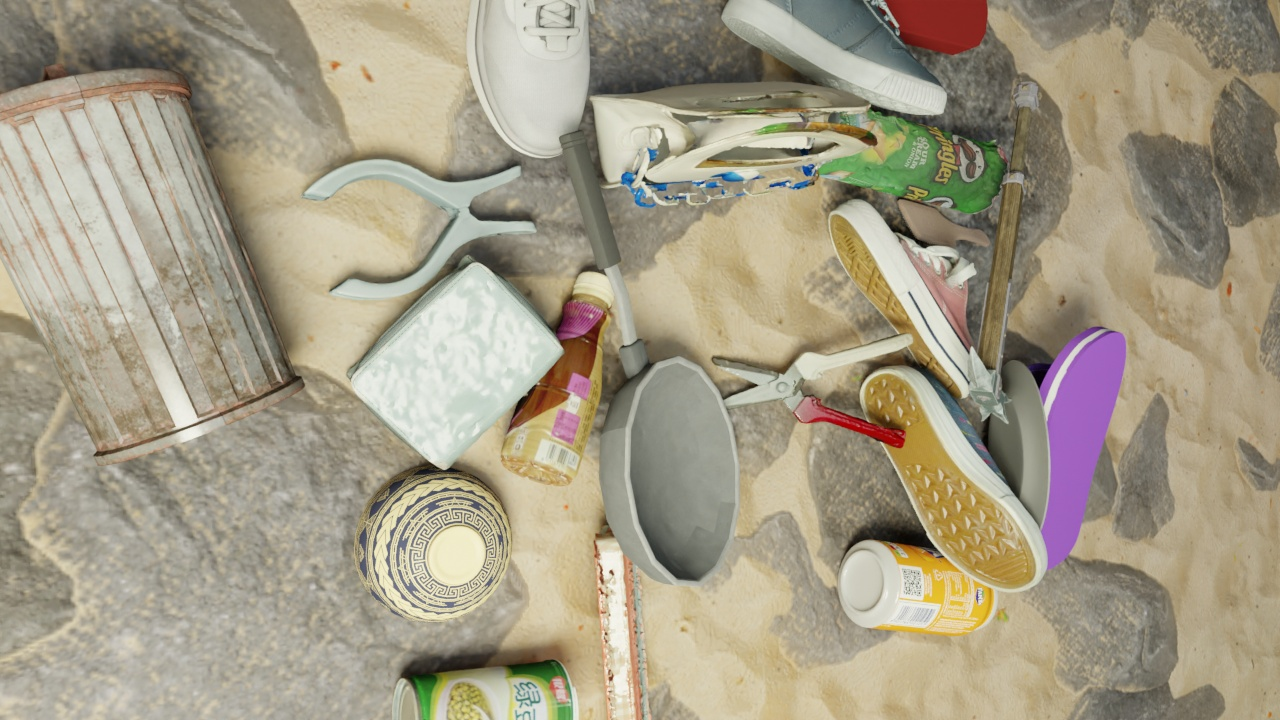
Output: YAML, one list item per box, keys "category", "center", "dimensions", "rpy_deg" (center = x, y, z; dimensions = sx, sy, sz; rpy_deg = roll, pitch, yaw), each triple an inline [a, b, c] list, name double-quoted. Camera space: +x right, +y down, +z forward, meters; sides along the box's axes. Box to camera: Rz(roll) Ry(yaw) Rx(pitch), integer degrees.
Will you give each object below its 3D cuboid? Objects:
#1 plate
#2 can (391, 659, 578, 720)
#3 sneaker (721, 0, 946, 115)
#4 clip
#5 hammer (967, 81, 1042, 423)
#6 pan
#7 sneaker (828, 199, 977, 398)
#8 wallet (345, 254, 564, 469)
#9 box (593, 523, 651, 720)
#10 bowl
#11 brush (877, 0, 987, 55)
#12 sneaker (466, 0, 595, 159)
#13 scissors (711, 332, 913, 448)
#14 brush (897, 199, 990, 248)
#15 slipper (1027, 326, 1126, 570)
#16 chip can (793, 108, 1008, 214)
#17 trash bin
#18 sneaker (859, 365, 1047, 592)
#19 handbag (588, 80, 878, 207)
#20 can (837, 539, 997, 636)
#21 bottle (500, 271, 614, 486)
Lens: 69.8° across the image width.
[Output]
- category: "plate"
  center: [0.356, 0.089, 0.882]
  dimensions: [0.012, 0.178, 0.178]
  rpy_deg: [-1, 90, 5]
- category: "can"
  center: [-0.112, 0.256, 0.663]
  dimensions: [0.120, 0.067, 0.067]
  rpy_deg: [4, 87, -29]
- category: "sneaker"
  center: [0.181, -0.292, 0.812]
  dimensions: [0.235, 0.089, 0.087]
  rpy_deg: [21, 100, -22]
- category: "clip"
  center: [-0.165, -0.128, 0.662]
  dimensions: [0.171, 0.029, 0.141]
  rpy_deg: [-27, 103, -27]
- category: "hammer"
  center: [0.332, -0.115, 0.834]
  dimensions: [0.147, 0.028, 0.316]
  rpy_deg: [36, 64, -55]
- category: "pan"
  center: [-0.004, 0.004, 0.701]
  dimensions: [0.178, 0.041, 0.357]
  rpy_deg: [-37, 114, -55]
- category: "sneaker"
  center: [0.269, -0.069, 0.862]
  dimensions: [0.088, 0.118, 0.241]
  rpy_deg: [-43, 116, -1]
- category: "wallet"
  center: [-0.132, 0.001, 0.656]
  dimensions: [0.131, 0.054, 0.100]
  rpy_deg: [-45, 104, -9]
- category: "box"
  center: [-0.015, 0.224, 0.726]
  dimensions: [0.043, 0.083, 0.187]
  rpy_deg: [-4, 93, 1]
- category: "bowl"
  center: [-0.140, 0.133, 0.652]
  dimensions: [0.112, 0.061, 0.112]
  rpy_deg: [1, 89, -29]
- category: "brush"
  center: [0.262, -0.349, 0.893]
  dimensions: [0.173, 0.042, 0.082]
  rpy_deg: [1, 89, -29]
- category: "sneaker"
  center: [-0.067, -0.282, 0.661]
  dimensions: [0.096, 0.129, 0.263]
  rpy_deg: [-6, 96, -26]
- category: "scissors"
  center: [0.166, 0.023, 0.819]
  dimensions: [0.179, 0.015, 0.193]
  rpy_deg: [-45, 100, -6]
- category: "brush"
  center: [0.308, -0.130, 0.927]
  dimensions: [0.135, 0.015, 0.049]
  rpy_deg: [5, 55, -37]
- category: "slipper"
  center: [0.415, 0.086, 0.957]
  dimensions: [0.107, 0.084, 0.267]
  rpy_deg: [-13, 117, -29]
- category: "chip can"
  center: [0.243, -0.192, 0.863]
  dimensions: [0.223, 0.076, 0.075]
  rpy_deg: [5, 87, -29]
- category: "trash bin"
  center: [-0.295, -0.061, 0.531]
  dimensions: [0.130, 0.131, 0.211]
  rpy_deg: [-25, 103, -27]
- category: "sneaker"
  center: [0.297, 0.105, 0.862]
  dimensions: [0.079, 0.088, 0.235]
  rpy_deg: [-15, 68, -48]
- category: "handbag"
  center: [0.075, -0.165, 0.697]
  dimensions: [0.200, 0.200, 0.093]
  rpy_deg: [-13, 108, -27]
- category: "can"
  center: [0.261, 0.216, 0.864]
  dimensions: [0.142, 0.079, 0.079]
  rpy_deg: [14, 83, -28]
- category: "bottle"
  center: [-0.056, 0.010, 0.704]
  dimensions: [0.059, 0.060, 0.165]
  rpy_deg: [26, 69, -26]
